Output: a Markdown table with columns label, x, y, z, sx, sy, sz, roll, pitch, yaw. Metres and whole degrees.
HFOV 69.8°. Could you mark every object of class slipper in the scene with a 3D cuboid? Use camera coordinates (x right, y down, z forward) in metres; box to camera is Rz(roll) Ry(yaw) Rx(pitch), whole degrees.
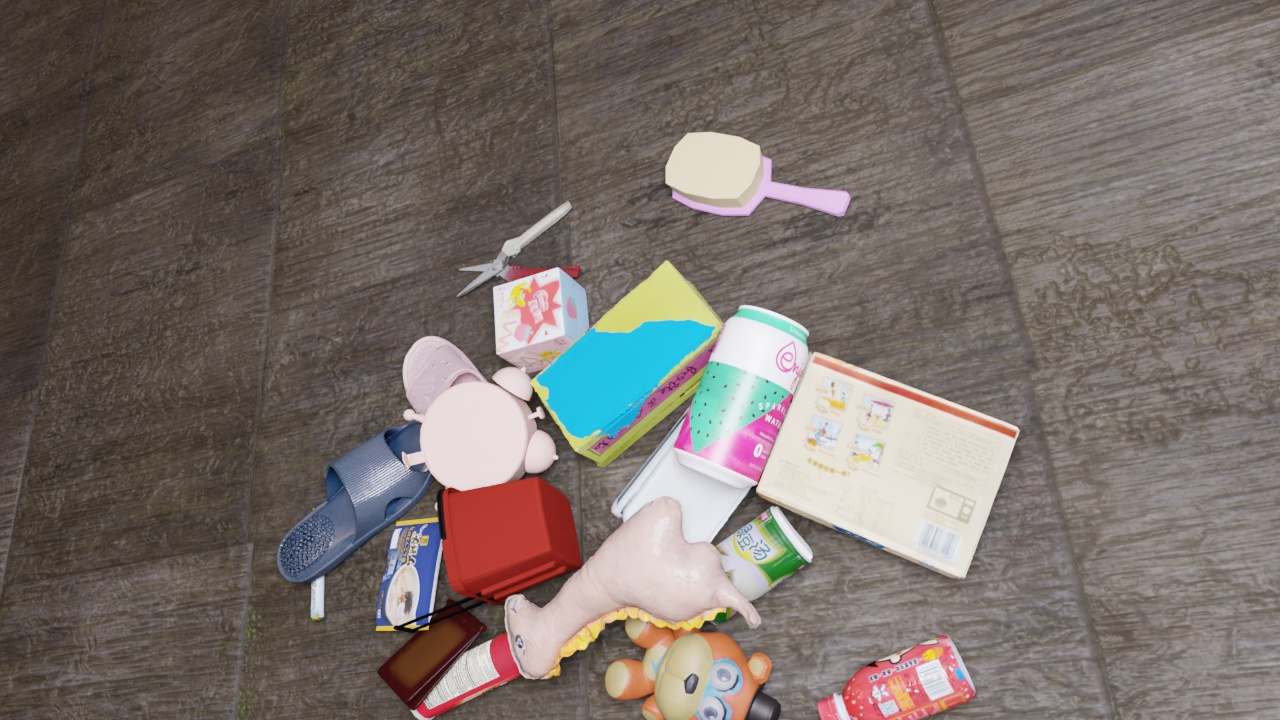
| label | x | y | z | sx | sy | sz | roll | pitch | yaw |
| --- | --- | --- | --- | --- | --- | --- | --- | --- | --- |
| slipper | -0.362 | 0.173 | 1.146 | 0.263 | 0.082 | 0.101 | -44 | 64 | -3 |
| slipper | -0.231 | 0.051 | 1.149 | 0.239 | 0.064 | 0.094 | 39 | 90 | 29 |

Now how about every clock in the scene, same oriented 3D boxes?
| label | x | y | z | sx | sy | sz | roll | pitch | yaw |
| --- | --- | --- | --- | --- | --- | --- | --- | --- | --- |
| clock | -0.189 | 0.089 | 1.068 | 0.160 | 0.086 | 0.131 | -21 | 81 | 1 |

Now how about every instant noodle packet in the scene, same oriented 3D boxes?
| label | x | y | z | sx | sy | sz | roll | pitch | yaw |
| --- | --- | --- | --- | --- | --- | --- | --- | --- | --- |
| instant noodle packet | -0.276 | 0.257 | 1.108 | 0.087 | 0.026 | 0.134 | -11 | 61 | 31 |

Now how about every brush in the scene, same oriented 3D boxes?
| label | x | y | z | sx | sy | sz | roll | pitch | yaw |
| --- | --- | --- | --- | --- | --- | --- | --- | --- | --- |
| brush | 0.136 | -0.213 | 1.088 | 0.229 | 0.043 | 0.089 | 18 | 80 | 29 |

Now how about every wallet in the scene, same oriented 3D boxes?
| label | x | y | z | sx | sy | sz | roll | pitch | yaw |
| --- | --- | --- | --- | --- | --- | --- | --- | --- | --- |
| wallet | -0.236 | 0.329 | 1.038 | 0.115 | 0.018 | 0.092 | -45 | 30 | -22 |

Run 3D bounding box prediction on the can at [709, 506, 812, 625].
| label | x | y | z | sx | sy | sz | roll | pitch | yaw |
| --- | --- | --- | --- | --- | --- | --- | --- | --- | --- |
| can | 0.108 | 0.208 | 0.931 | 0.121 | 0.067 | 0.067 | -37 | 60 | 8 |

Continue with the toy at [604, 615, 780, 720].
| label | x | y | z | sx | sy | sz | roll | pitch | yaw |
| --- | --- | --- | --- | --- | --- | --- | --- | --- | --- |
| toy | 0.055 | 0.315 | 0.909 | 0.176 | 0.096 | 0.112 | 17 | 79 | 17 |

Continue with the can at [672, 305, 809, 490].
| label | x | y | z | sx | sy | sz | roll | pitch | yaw |
| --- | --- | --- | --- | --- | --- | --- | --- | --- | --- |
| can | 0.099 | 0.036 | 0.892 | 0.088 | 0.088 | 0.165 | 20 | 83 | 29 |

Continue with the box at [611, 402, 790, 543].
| label | x | y | z | sx | sy | sz | roll | pitch | yaw |
| --- | --- | --- | --- | --- | --- | --- | --- | --- | --- |
| box | 0.072 | 0.110 | 0.969 | 0.105 | 0.130 | 0.211 | 38 | 89 | 9 |

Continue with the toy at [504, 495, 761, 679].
| label | x | y | z | sx | sy | sz | roll | pitch | yaw |
| --- | --- | --- | --- | --- | --- | --- | --- | --- | --- |
| toy | -0.024 | 0.254 | 0.903 | 0.265 | 0.065 | 0.196 | -49 | 64 | 20 |

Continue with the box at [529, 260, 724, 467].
| label | x | y | z | sx | sy | sz | roll | pitch | yaw |
| --- | --- | --- | --- | --- | --- | --- | --- | --- | --- |
| box | -0.006 | 0.006 | 1.055 | 0.221 | 0.083 | 0.124 | -43 | 59 | 8 |

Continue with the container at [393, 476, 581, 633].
| label | x | y | z | sx | sy | sz | roll | pitch | yaw |
| --- | --- | --- | --- | --- | --- | --- | --- | --- | --- |
| container | -0.181 | 0.211 | 1.018 | 0.201 | 0.148 | 0.127 | -18 | 65 | 8 |

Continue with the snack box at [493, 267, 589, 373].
| label | x | y | z | sx | sy | sz | roll | pitch | yaw |
| --- | --- | --- | --- | --- | --- | --- | --- | --- | --- |
| snack box | -0.120 | -0.048 | 1.124 | 0.095 | 0.079 | 0.093 | -14 | 66 | 19 |

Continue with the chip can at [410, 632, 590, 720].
| label | x | y | z | sx | sy | sz | roll | pitch | yaw |
| --- | --- | --- | --- | --- | --- | --- | --- | --- | --- |
| chip can | -0.158 | 0.334 | 1.017 | 0.215 | 0.052 | 0.051 | -28 | 62 | 13 |

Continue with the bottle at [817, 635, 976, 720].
| label | x | y | z | sx | sy | sz | roll | pitch | yaw |
| --- | --- | --- | --- | --- | --- | --- | --- | --- | --- |
| bottle | 0.231 | 0.304 | 0.842 | 0.138 | 0.062 | 0.062 | -26 | 63 | 14 |

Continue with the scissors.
| label | x | y | z | sx | sy | sz | roll | pitch | yaw |
| --- | --- | --- | --- | --- | --- | --- | --- | --- | --- |
| scissors | -0.154 | -0.139 | 1.211 | 0.197 | 0.015 | 0.179 | 26 | 85 | 30 |

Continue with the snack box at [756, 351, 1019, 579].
| label | x | y | z | sx | sy | sz | roll | pitch | yaw |
| --- | --- | --- | --- | --- | --- | --- | --- | --- | --- |
| snack box | 0.236 | 0.100 | 0.893 | 0.207 | 0.055 | 0.153 | 21 | 82 | 15 |

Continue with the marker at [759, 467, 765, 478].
| label | x | y | z | sx | sy | sz | roll | pitch | yaw |
| --- | --- | --- | --- | --- | --- | --- | --- | --- | --- |
| marker | 0.178 | 0.098 | 0.967 | 0.146 | 0.019 | 0.019 | -24 | 63 | 15 |

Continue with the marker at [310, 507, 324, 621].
| label | x | y | z | sx | sy | sz | roll | pitch | yaw |
| --- | --- | --- | --- | --- | --- | --- | --- | --- | --- |
| marker | -0.416 | 0.261 | 1.183 | 0.017 | 0.017 | 0.146 | -17 | 66 | 18 |
